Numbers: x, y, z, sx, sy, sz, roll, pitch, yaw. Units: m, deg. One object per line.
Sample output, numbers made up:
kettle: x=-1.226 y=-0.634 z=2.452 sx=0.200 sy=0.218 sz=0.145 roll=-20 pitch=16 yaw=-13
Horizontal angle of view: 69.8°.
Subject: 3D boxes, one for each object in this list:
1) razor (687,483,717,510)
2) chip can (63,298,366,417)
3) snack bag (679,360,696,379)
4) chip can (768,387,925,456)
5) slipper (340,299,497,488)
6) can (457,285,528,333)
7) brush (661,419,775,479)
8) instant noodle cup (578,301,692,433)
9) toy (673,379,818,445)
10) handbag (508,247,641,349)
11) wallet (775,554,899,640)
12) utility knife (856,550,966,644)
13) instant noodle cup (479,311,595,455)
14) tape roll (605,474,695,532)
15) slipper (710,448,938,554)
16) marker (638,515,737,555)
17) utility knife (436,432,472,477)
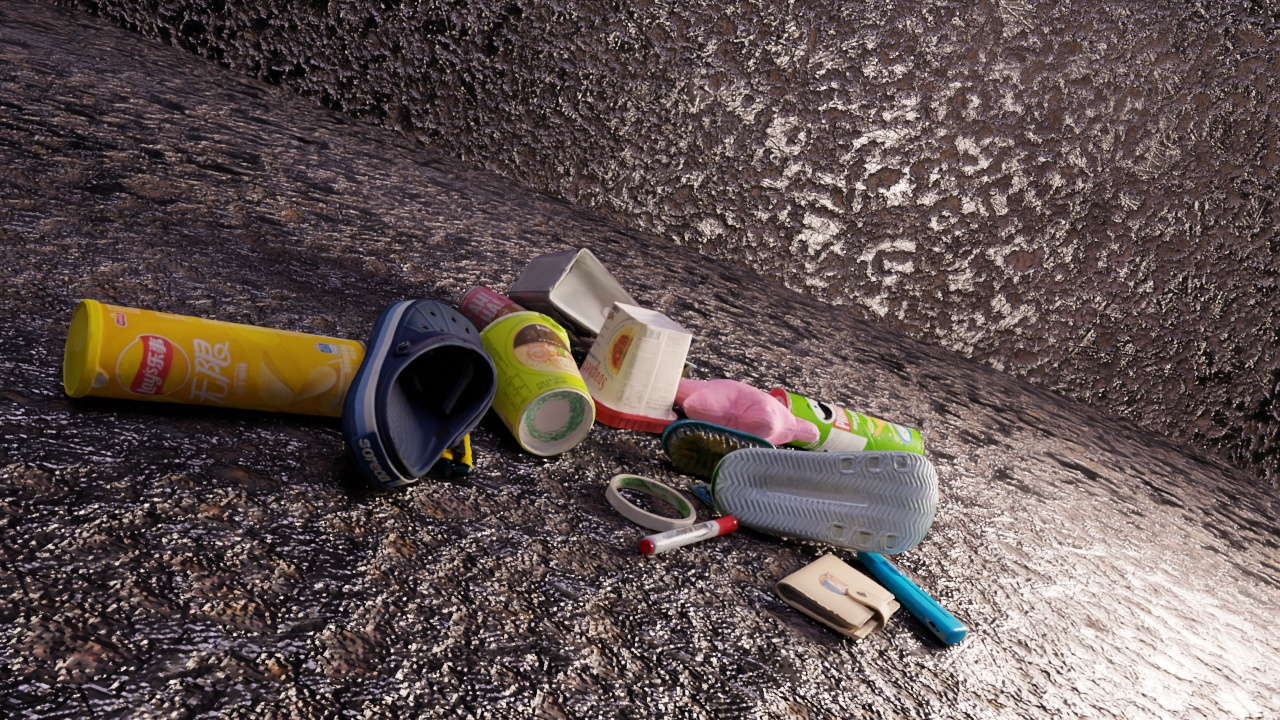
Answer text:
razor: x=0.114 y=0.140 z=0.967 sx=0.142 sy=0.022 sz=0.043 roll=10 pitch=20 yaw=-41
chip can: x=-0.325 y=0.003 z=0.722 sx=0.213 sy=0.072 sz=0.072 roll=9 pitch=19 yaw=-42
snack bag: x=0.009 y=0.000 z=1.248 sx=0.110 sy=0.039 sz=0.191 roll=-8 pitch=7 yaw=-6
chip can: x=0.277 y=0.101 z=1.256 sx=0.236 sy=0.072 sz=0.072 roll=17 pitch=15 yaw=-22
slipper: x=-0.174 y=0.012 z=0.771 sx=0.095 sy=0.105 sz=0.252 roll=-14 pitch=23 yaw=10
can: x=-0.162 y=-0.042 z=1.162 sx=0.147 sy=0.058 sz=0.057 roll=29 pitch=16 yaw=28
brush: x=0.088 y=0.098 z=1.015 sx=0.143 sy=0.055 sz=0.073 roll=16 pitch=16 yaw=-19
instant noodle cup: x=-0.006 y=0.006 z=1.076 sx=0.116 sy=0.124 sz=0.116 roll=12 pitch=18 yaw=-35
toy: x=0.107 y=0.061 z=1.136 sx=0.178 sy=0.074 sz=0.195 roll=14 pitch=4 yaw=-45
handbag: x=-0.082 y=-0.071 z=1.215 sx=0.145 sy=0.098 sz=0.197 roll=35 pitch=-9 yaw=-20
wallet: x=0.179 y=0.207 z=0.808 sx=0.087 sy=0.024 sz=0.115 roll=30 pitch=15 yaw=27
utility knife: x=0.242 y=0.208 z=0.912 sx=0.034 sy=0.018 sz=0.225 roll=14 pitch=15 yaw=-27
instant noodle cup: x=-0.102 y=0.029 z=0.909 sx=0.111 sy=0.112 sz=0.123 roll=12 pitch=25 yaw=-34
tape roll: x=0.009 y=0.133 z=0.853 sx=0.086 sy=0.014 sz=0.085 roll=21 pitch=14 yaw=-6
slipper: x=0.186 y=0.138 z=0.932 sx=0.245 sy=0.104 sz=0.074 roll=7 pitch=-10 yaw=-11
marker: x=0.045 y=0.155 z=0.816 sx=0.017 sy=0.017 sz=0.145 roll=30 pitch=16 yaw=32
utility knife: x=-0.169 y=0.067 z=0.828 sx=0.033 sy=0.015 sz=0.156 roll=20 pitch=13 yaw=-19
